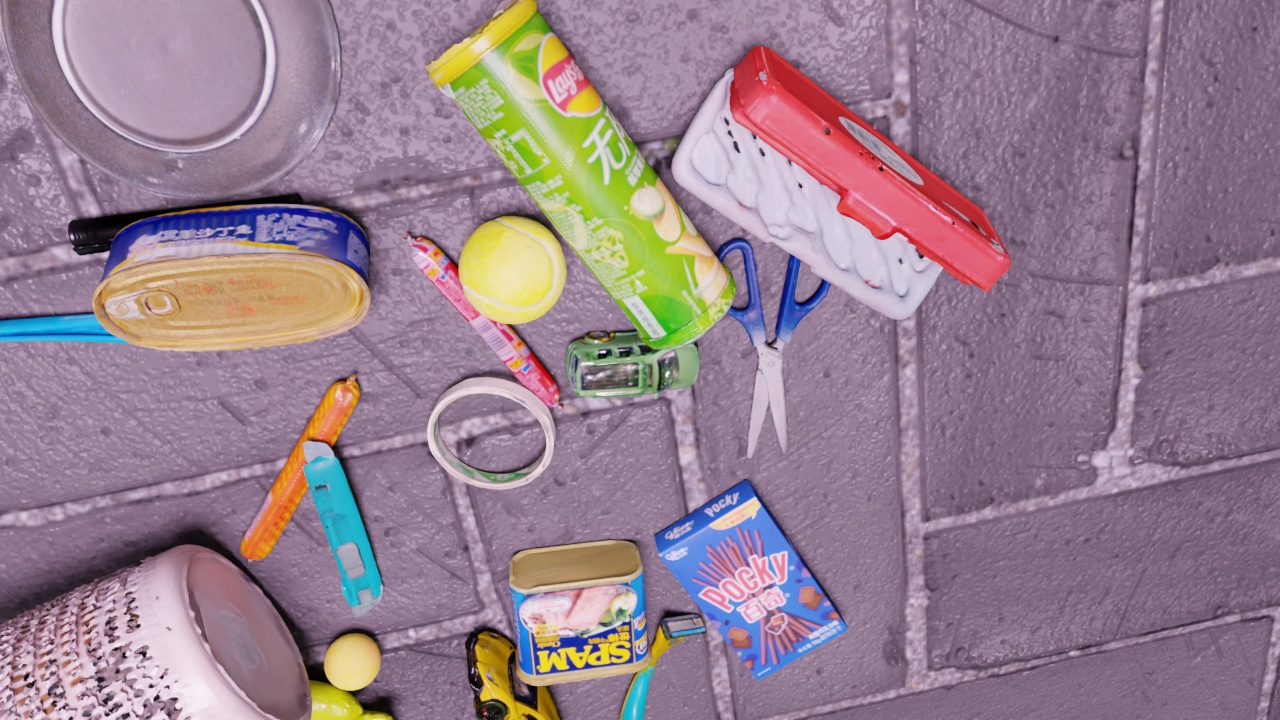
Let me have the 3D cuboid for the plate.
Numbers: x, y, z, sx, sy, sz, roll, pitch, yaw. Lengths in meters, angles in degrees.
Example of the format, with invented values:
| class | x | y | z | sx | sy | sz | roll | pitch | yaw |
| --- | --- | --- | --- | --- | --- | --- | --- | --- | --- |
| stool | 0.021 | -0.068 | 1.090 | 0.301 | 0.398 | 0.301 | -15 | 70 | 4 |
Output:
| class | x | y | z | sx | sy | sz | roll | pitch | yaw |
| --- | --- | --- | --- | --- | --- | --- | --- | --- | --- |
| plate | -0.257 | -0.173 | 0.502 | 0.179 | 0.024 | 0.180 | -3 | 115 | -7 |

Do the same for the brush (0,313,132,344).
| class | x | y | z | sx | sy | sz | roll | pitch | yaw |
| --- | --- | --- | --- | --- | --- | --- | --- | --- | --- |
| brush | -0.396 | -0.019 | 0.547 | 0.254 | 0.046 | 0.083 | -1 | 110 | -12 |

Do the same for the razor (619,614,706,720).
| class | x | y | z | sx | sy | sz | roll | pitch | yaw |
| --- | --- | --- | --- | --- | --- | --- | --- | --- | --- |
| razor | 0.008 | 0.258 | 0.731 | 0.043 | 0.028 | 0.133 | 4 | 115 | -44 |

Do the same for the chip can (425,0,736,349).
| class | x | y | z | sx | sy | sz | roll | pitch | yaw |
| --- | --- | --- | --- | --- | --- | --- | --- | --- | --- |
| chip can | -0.027 | -0.102 | 0.540 | 0.072 | 0.072 | 0.221 | -35 | 114 | 8 |

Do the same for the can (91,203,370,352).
| class | x | y | z | sx | sy | sz | roll | pitch | yaw |
| --- | --- | --- | --- | --- | --- | --- | --- | --- | --- |
| can | -0.233 | -0.048 | 0.533 | 0.148 | 0.049 | 0.075 | -6 | 140 | -8 |

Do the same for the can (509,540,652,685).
| class | x | y | z | sx | sy | sz | roll | pitch | yaw |
| --- | --- | --- | --- | --- | --- | --- | --- | --- | --- |
| can | -0.045 | 0.184 | 0.675 | 0.102 | 0.057 | 0.083 | -6 | 112 | -6 |

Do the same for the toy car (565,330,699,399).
| class | x | y | z | sx | sy | sz | roll | pitch | yaw |
| --- | --- | --- | --- | --- | --- | --- | --- | --- | --- |
| toy car | -0.004 | 0.004 | 0.613 | 0.091 | 0.036 | 0.043 | -7 | 113 | -9 |

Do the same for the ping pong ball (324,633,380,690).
| class | x | y | z | sx | sy | sz | roll | pitch | yaw |
| --- | --- | --- | --- | --- | --- | --- | --- | --- | --- |
| ping pong ball | -0.212 | 0.222 | 0.676 | 0.040 | 0.040 | 0.040 | -3 | 114 | -7 |

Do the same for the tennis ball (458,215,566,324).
| class | x | y | z | sx | sy | sz | roll | pitch | yaw |
| --- | --- | --- | --- | --- | --- | --- | --- | --- | --- |
| tennis ball | -0.077 | -0.055 | 0.558 | 0.065 | 0.065 | 0.065 | -3 | 114 | -7 |

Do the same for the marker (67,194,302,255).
| class | x | y | z | sx | sy | sz | roll | pitch | yaw |
| --- | --- | --- | --- | --- | --- | --- | --- | --- | --- |
| marker | -0.267 | -0.081 | 0.543 | 0.132 | 0.022 | 0.020 | -7 | 149 | -5 |

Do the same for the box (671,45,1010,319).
| class | x | y | z | sx | sy | sz | roll | pitch | yaw |
| --- | --- | --- | --- | --- | --- | --- | --- | --- | --- |
| box | 0.118 | -0.095 | 0.565 | 0.201 | 0.095 | 0.099 | 29 | 124 | -20 |

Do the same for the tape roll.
| class | x | y | z | sx | sy | sz | roll | pitch | yaw |
| --- | --- | --- | --- | --- | --- | --- | --- | --- | --- |
| tape roll | -0.100 | 0.051 | 0.620 | 0.086 | 0.013 | 0.086 | 2 | 122 | 2 |

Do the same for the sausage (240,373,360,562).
| class | x | y | z | sx | sy | sz | roll | pitch | yaw |
| --- | --- | --- | --- | --- | --- | --- | --- | --- | --- |
| sausage | -0.230 | 0.075 | 0.618 | 0.021 | 0.021 | 0.165 | 29 | 107 | -19 |

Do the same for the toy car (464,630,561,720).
| class | x | y | z | sx | sy | sz | roll | pitch | yaw |
| --- | --- | --- | --- | --- | --- | --- | --- | --- | --- |
| toy car | -0.089 | 0.270 | 0.699 | 0.041 | 0.071 | 0.156 | -23 | 115 | 3 |

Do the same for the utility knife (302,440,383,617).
| class | x | y | z | sx | sy | sz | roll | pitch | yaw |
| --- | --- | --- | --- | --- | --- | --- | --- | --- | --- |
| utility knife | -0.206 | 0.120 | 0.635 | 0.029 | 0.013 | 0.165 | -16 | 125 | -16 |

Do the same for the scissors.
| class | x | y | z | sx | sy | sz | roll | pitch | yaw |
| --- | --- | --- | --- | --- | --- | --- | --- | --- | --- |
| scissors | 0.098 | -0.011 | 0.633 | 0.141 | 0.012 | 0.171 | -33 | 115 | 8 |

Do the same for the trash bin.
| class | x | y | z | sx | sy | sz | roll | pitch | yaw |
| --- | --- | --- | --- | --- | --- | --- | --- | --- | --- |
| trash bin | -0.332 | 0.230 | 0.583 | 0.192 | 0.227 | 0.227 | -33 | 115 | -7 |

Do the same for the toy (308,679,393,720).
| class | x | y | z | sx | sy | sz | roll | pitch | yaw |
| --- | --- | --- | --- | --- | --- | --- | --- | --- | --- |
| toy | -0.234 | 0.266 | 0.691 | 0.097 | 0.031 | 0.100 | -10 | 135 | 23 |

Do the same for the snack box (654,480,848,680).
| class | x | y | z | sx | sy | sz | roll | pitch | yaw |
| --- | --- | --- | --- | --- | --- | --- | --- | --- | --- |
| snack box | 0.087 | 0.172 | 0.705 | 0.084 | 0.026 | 0.157 | -32 | 114 | 7 |

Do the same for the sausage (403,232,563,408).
| class | x | y | z | sx | sy | sz | roll | pitch | yaw |
| --- | --- | --- | --- | --- | --- | --- | --- | --- | --- |
| sausage | -0.098 | -0.023 | 0.594 | 0.020 | 0.020 | 0.156 | -35 | 114 | 8 |
